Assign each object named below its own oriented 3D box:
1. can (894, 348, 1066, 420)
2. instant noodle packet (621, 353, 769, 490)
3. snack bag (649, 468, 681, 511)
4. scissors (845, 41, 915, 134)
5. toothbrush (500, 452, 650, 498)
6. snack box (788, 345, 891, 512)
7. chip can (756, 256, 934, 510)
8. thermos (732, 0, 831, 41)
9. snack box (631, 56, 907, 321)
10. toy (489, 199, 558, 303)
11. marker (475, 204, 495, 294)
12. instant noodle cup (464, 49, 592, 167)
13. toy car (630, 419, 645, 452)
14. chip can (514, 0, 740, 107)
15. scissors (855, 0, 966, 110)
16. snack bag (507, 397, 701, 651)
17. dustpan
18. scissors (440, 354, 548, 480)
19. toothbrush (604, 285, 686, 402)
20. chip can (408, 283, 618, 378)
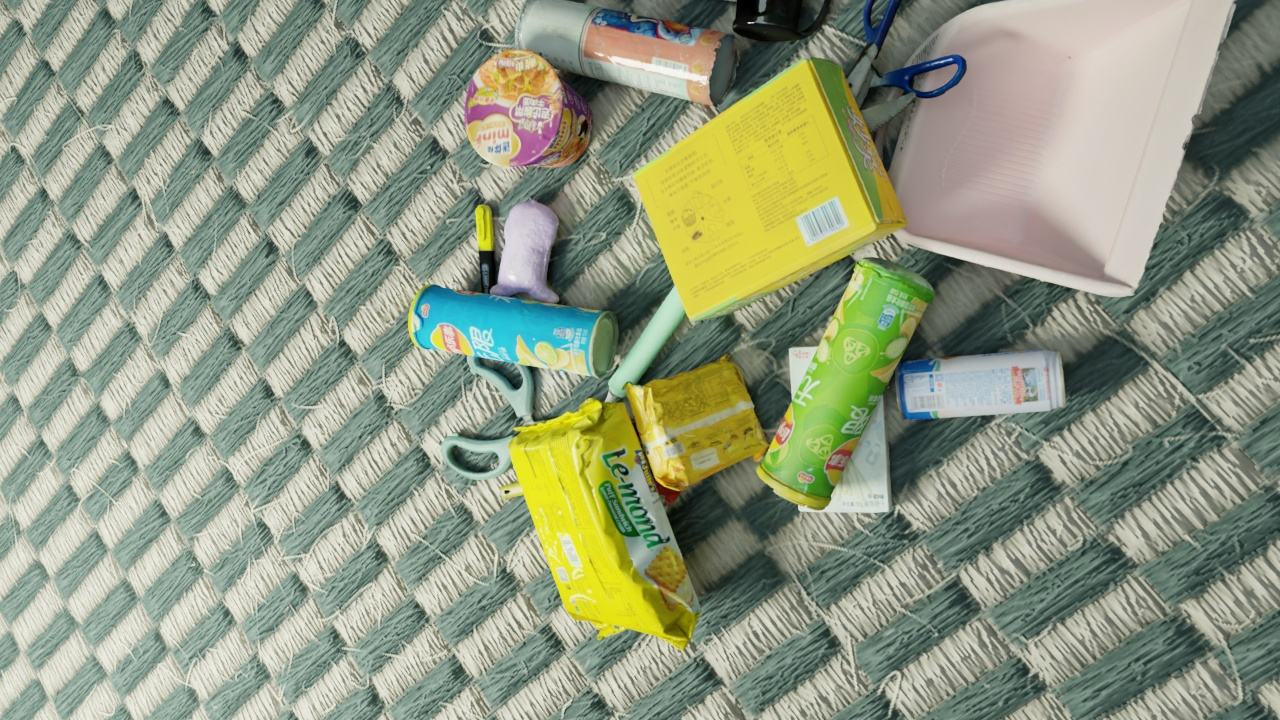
[{"bbox_3d":[0.293,0.021,0.794,0.135,0.053,0.053,-6,90,23],"label":"can"},{"bbox_3d":[0.052,0.058,0.863,0.044,0.128,0.110,-32,76,54],"label":"instant noodle packet"},{"bbox_3d":[0.005,0.164,0.936,0.048,0.026,0.104,25,102,27],"label":"snack bag"},{"bbox_3d":[0.145,-0.188,0.841,0.227,0.015,0.189,10,105,38],"label":"scissors"},{"bbox_3d":[-0.066,0.121,0.971,0.190,0.016,0.015,-16,87,24],"label":"toothbrush"},{"bbox_3d":[0.186,0.063,0.856,0.085,0.026,0.157,-3,92,23],"label":"snack box"},{"bbox_3d":[0.178,0.019,0.803,0.072,0.072,0.221,28,102,19],"label":"chip can"},{"bbox_3d":[0.141,-0.420,0.838,0.090,0.068,0.242,5,97,-13],"label":"thermos"},{"bbox_3d":[0.109,-0.146,0.823,0.211,0.069,0.157,-26,82,39],"label":"snack box"},{"bbox_3d":[-0.117,-0.115,0.967,0.084,0.039,0.108,12,94,22],"label":"toy"},{"bbox_3d":[-0.169,-0.108,1.003,0.018,0.015,0.124,-1,93,26],"label":"marker"},{"bbox_3d":[-0.104,-0.243,0.924,0.112,0.099,0.111,1,92,24],"label":"instant noodle cup"},{"bbox_3d":[0.019,0.068,0.919,0.091,0.042,0.034,-29,115,17],"label":"toy car"},{"bbox_3d":[-0.015,-0.304,0.899,0.215,0.071,0.071,20,100,20],"label":"chip can"},{"bbox_3d":[0.207,-0.259,0.809,0.173,0.012,0.162,2,86,47],"label":"scissors"},{"bbox_3d":[-0.043,0.160,0.889,0.158,0.068,0.246,-16,96,53],"label":"snack bag"},{"bbox_3d":[0.285,-0.176,0.711,0.139,0.273,0.222,14,95,-4],"label":"dustpan"},{"bbox_3d":[-0.159,0.074,1.005,0.181,0.019,0.170,-44,77,17],"label":"scissors"},{"bbox_3d":[-0.006,0.005,0.934,0.026,0.027,0.225,31,106,-11],"label":"toothbrush"},{"bbox_3d":[-0.132,-0.032,0.953,0.210,0.071,0.071,9,96,19],"label":"chip can"}]
